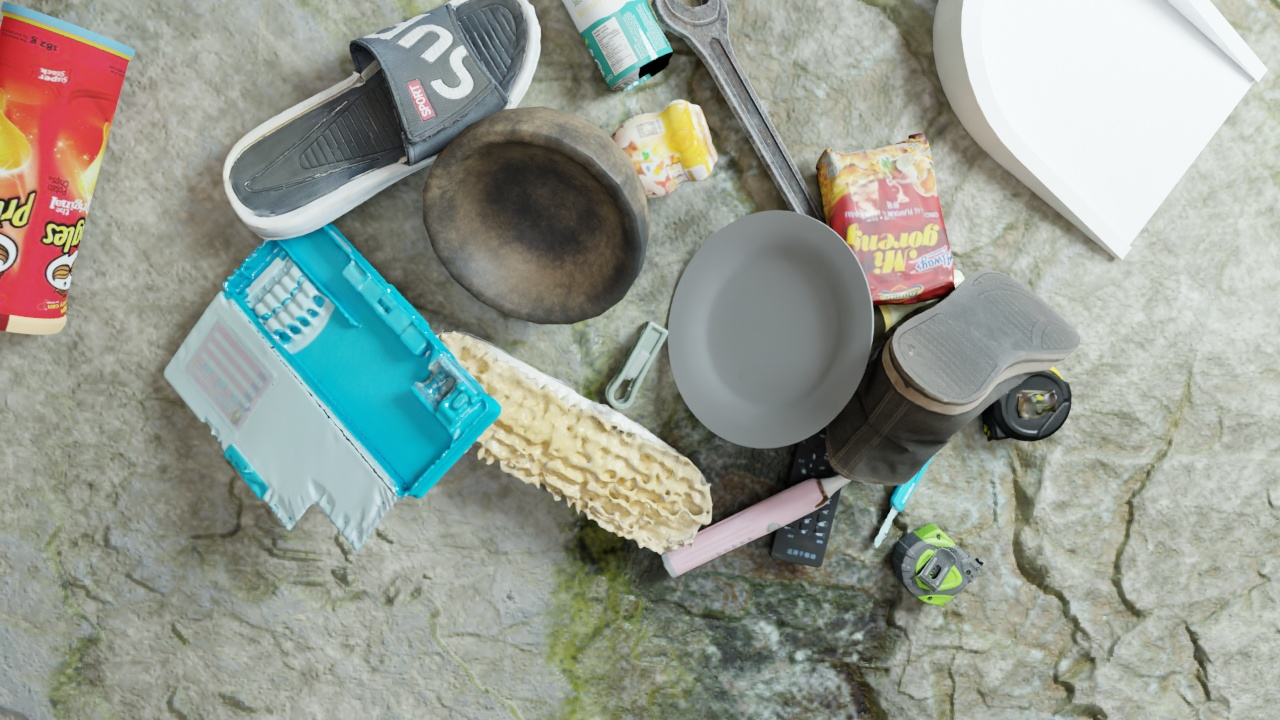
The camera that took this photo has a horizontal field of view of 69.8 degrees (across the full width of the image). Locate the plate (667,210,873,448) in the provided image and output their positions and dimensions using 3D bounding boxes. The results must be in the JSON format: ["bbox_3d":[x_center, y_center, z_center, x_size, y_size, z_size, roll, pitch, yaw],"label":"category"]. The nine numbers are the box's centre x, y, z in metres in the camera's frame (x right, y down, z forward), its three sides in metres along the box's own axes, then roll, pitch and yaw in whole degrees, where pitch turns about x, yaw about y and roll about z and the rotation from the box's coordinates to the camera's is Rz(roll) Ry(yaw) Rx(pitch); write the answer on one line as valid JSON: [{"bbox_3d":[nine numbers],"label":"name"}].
[{"bbox_3d":[0.094,-0.023,0.691,0.012,0.179,0.178,6,100,-50],"label":"plate"}]

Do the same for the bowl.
[{"bbox_3d":[-0.069,-0.109,0.664,0.162,0.070,0.162,8,131,9],"label":"bowl"}]

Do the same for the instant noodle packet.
[{"bbox_3d":[0.192,-0.108,0.716,0.098,0.040,0.135,-5,80,-14],"label":"instant noodle packet"}]

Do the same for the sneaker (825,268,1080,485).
[{"bbox_3d":[0.239,0.012,0.698,0.234,0.120,0.095,-28,67,-40],"label":"sneaker"}]

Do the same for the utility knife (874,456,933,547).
[{"bbox_3d":[0.232,0.097,0.777,0.022,0.015,0.141,20,99,-39],"label":"utility knife"}]

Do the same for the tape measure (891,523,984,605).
[{"bbox_3d":[0.248,0.175,0.778,0.065,0.036,0.059,37,94,-9],"label":"tape measure"}]

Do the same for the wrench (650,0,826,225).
[{"bbox_3d":[0.093,-0.178,0.711,0.069,0.010,0.273,-40,103,-35],"label":"wrench"}]

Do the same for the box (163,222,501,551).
[{"bbox_3d":[-0.236,0.021,0.667,0.181,0.039,0.227,-47,73,4],"label":"box"}]

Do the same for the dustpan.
[{"bbox_3d":[0.356,-0.233,0.720,0.257,0.053,0.191,36,94,-9],"label":"dustpan"}]

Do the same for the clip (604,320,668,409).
[{"bbox_3d":[-0.004,0.004,0.736,0.023,0.037,0.075,29,90,-7],"label":"clip"}]

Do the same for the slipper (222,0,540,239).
[{"bbox_3d":[-0.187,-0.185,0.659,0.264,0.063,0.111,-32,76,1],"label":"slipper"}]

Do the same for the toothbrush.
[{"bbox_3d":[0.118,0.118,0.741,0.223,0.027,0.026,-28,56,11],"label":"toothbrush"}]

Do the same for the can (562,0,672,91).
[{"bbox_3d":[-0.021,-0.256,0.682,0.055,0.055,0.101,-30,100,-1],"label":"can"}]

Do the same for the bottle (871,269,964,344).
[{"bbox_3d":[0.178,-0.031,0.739,0.184,0.045,0.045,-23,99,-8],"label":"bottle"}]

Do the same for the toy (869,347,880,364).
[{"bbox_3d":[0.209,0.033,0.751,0.080,0.036,0.099,37,82,-21],"label":"toy"}]

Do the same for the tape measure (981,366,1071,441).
[{"bbox_3d":[0.317,0.032,0.762,0.072,0.042,0.071,-12,96,-6],"label":"tape measure"}]

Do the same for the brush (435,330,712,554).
[{"bbox_3d":[-0.064,0.063,0.723,0.271,0.056,0.083,31,94,-8],"label":"brush"}]

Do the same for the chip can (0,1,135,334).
[{"bbox_3d":[-0.430,-0.132,0.649,0.087,0.087,0.213,18,95,-7],"label":"chip can"}]

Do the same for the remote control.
[{"bbox_3d":[0.145,0.096,0.766,0.047,0.022,0.150,13,95,-6],"label":"remote control"}]

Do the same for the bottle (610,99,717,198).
[{"bbox_3d":[0.001,-0.153,0.697,0.109,0.063,0.063,-18,100,12],"label":"bottle"}]
